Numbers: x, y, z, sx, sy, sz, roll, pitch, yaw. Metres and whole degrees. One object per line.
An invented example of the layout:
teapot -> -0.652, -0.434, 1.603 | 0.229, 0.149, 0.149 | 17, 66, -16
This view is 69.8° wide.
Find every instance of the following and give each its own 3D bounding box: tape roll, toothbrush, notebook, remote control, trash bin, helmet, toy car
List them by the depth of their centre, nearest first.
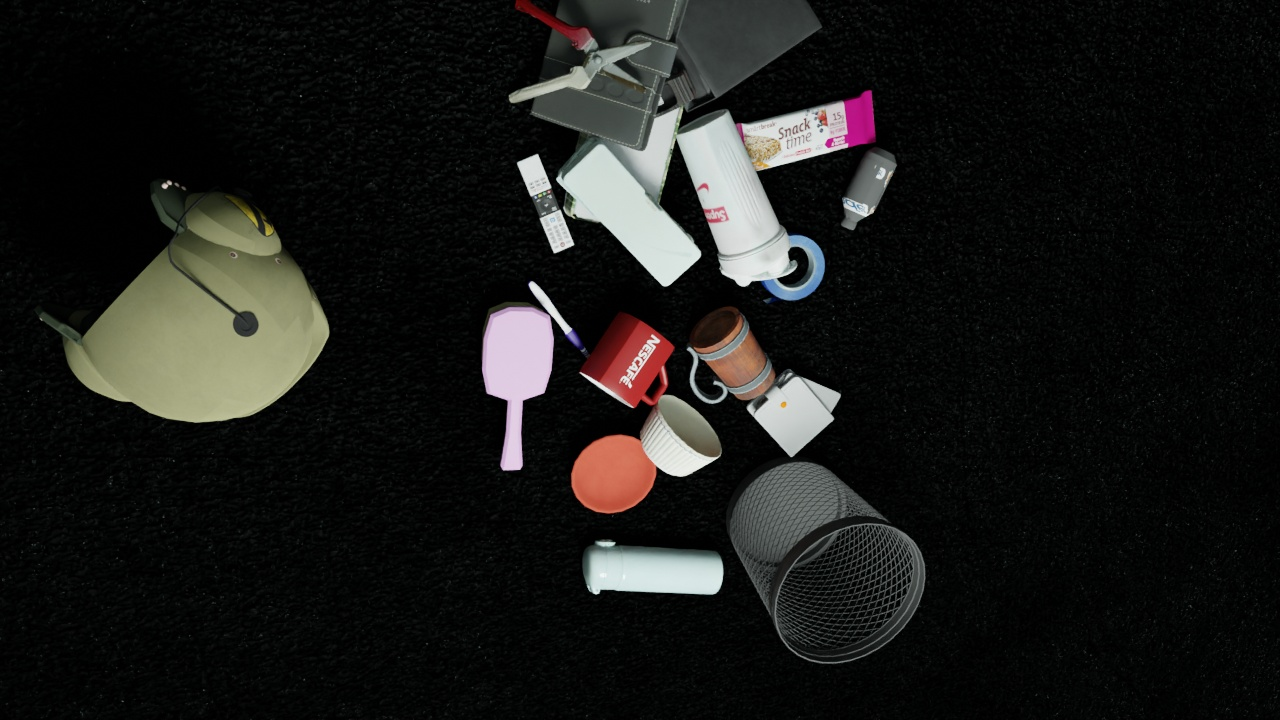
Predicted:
helmet -> -0.456, -0.049, 0.964 | 0.250, 0.255, 0.233 | -44, 112, 6
notebook -> -0.034, -0.360, 1.043 | 0.029, 0.169, 0.209 | -17, 127, -58
toy car -> 0.016, -0.302, 1.063 | 0.092, 0.037, 0.040 | -16, 121, 25
remote control -> -0.119, -0.196, 1.148 | 0.028, 0.011, 0.124 | -24, 115, -6
toothbrush -> -0.093, -0.036, 1.217 | 0.015, 0.016, 0.187 | -38, 115, -2
tape roll -> 0.208, -0.129, 1.264 | 0.091, 0.016, 0.093 | -13, 114, -11
trash bin -> 0.250, 0.271, 1.317 | 0.217, 0.227, 0.218 | -5, 112, -14

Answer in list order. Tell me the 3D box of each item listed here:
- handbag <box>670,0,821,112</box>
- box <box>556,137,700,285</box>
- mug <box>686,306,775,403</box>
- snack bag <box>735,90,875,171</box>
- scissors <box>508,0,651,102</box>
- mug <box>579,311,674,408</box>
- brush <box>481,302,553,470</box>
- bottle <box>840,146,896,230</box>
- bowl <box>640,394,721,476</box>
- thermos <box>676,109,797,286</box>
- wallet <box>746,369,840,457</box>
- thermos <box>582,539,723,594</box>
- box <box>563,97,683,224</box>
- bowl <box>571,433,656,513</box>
handbag -> 0.086, -0.427, 1.070 | 0.175, 0.072, 0.196 | -38, 106, -19
box -> -0.012, -0.176, 1.114 | 0.199, 0.067, 0.083 | 42, 75, -28
mug -> 0.114, 0.002, 1.262 | 0.117, 0.081, 0.111 | -29, 121, 17
snack bag -> 0.216, -0.297, 1.200 | 0.196, 0.016, 0.070 | -16, 113, -9
scissors -> -0.084, -0.342, 1.045 | 0.180, 0.015, 0.198 | -42, 82, 32
mug -> -0.007, 0.007, 1.213 | 0.116, 0.080, 0.096 | 37, 83, -31
brush -> -0.166, 0.034, 1.208 | 0.089, 0.043, 0.229 | 0, 111, -16
bottle -> 0.303, -0.230, 1.235 | 0.047, 0.047, 0.112 | 18, 105, -21
bowl -> 0.049, 0.110, 1.268 | 0.115, 0.115, 0.063 | 33, 114, -24
thermos -> 0.118, -0.204, 1.174 | 0.099, 0.099, 0.220 | -27, 111, -4
wallet -> 0.229, 0.067, 1.337 | 0.115, 0.037, 0.118 | -42, 119, 3
thermos -> 0.016, 0.308, 1.356 | 0.206, 0.065, 0.078 | 8, 85, -18
box -> -0.019, -0.266, 1.130 | 0.117, 0.050, 0.206 | 6, 110, -21
bowl -> -0.041, 0.153, 1.295 | 0.122, 0.035, 0.122 | -5, 112, -14
